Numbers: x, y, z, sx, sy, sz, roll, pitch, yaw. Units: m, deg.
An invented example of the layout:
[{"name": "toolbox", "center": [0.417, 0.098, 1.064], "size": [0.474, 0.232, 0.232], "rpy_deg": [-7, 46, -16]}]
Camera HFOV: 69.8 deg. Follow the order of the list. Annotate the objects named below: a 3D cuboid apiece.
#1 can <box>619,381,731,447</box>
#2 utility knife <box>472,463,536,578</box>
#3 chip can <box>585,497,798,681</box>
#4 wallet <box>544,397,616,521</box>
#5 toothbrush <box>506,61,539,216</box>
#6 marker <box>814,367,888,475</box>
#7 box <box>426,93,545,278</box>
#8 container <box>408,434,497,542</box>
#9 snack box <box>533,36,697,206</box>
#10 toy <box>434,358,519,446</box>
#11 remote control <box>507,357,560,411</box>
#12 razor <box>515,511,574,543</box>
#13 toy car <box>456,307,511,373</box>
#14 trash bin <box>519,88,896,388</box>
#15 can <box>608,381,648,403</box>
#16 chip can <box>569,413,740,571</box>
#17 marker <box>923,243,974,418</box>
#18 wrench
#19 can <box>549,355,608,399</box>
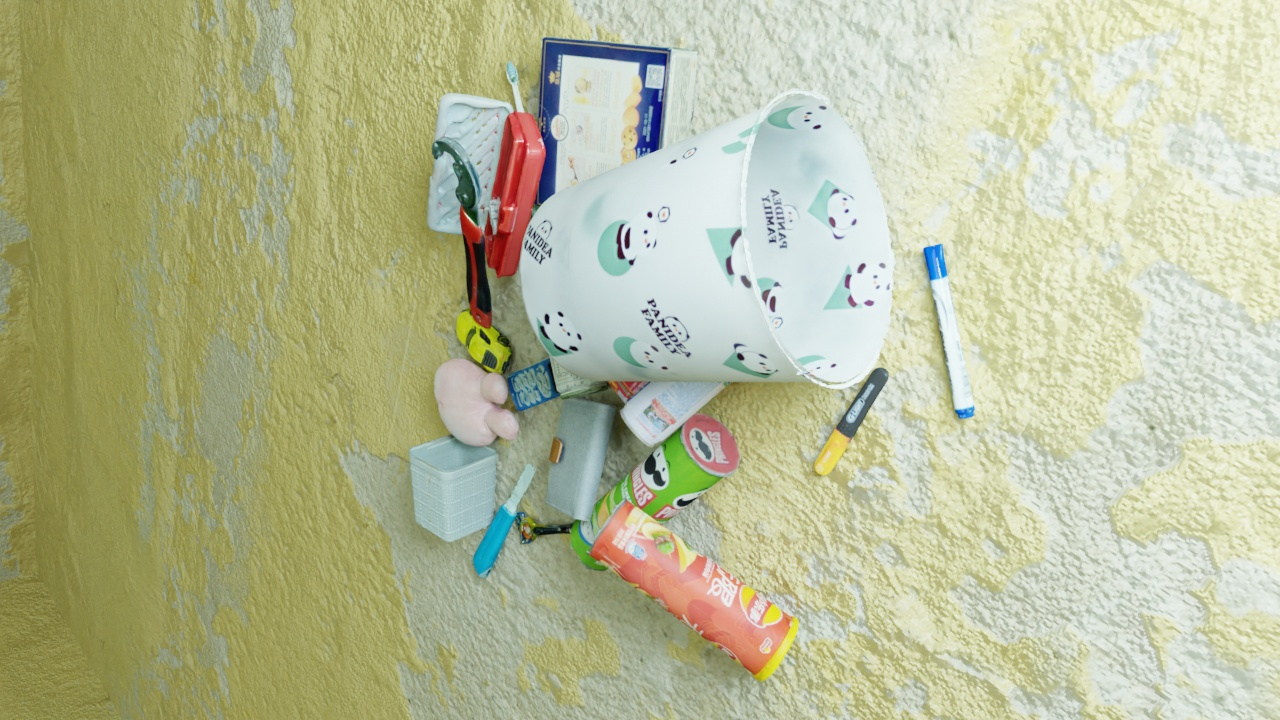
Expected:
[{"name": "can", "center": [0.045, 0.024, 0.897], "size": [0.135, 0.053, 0.053], "rpy_deg": [-41, 69, 9]}, {"name": "utility knife", "center": [-0.178, 0.209, 1.199], "size": [0.034, 0.018, 0.235], "rpy_deg": [53, 134, 27]}, {"name": "chip can", "center": [0.052, 0.227, 0.920], "size": [0.216, 0.073, 0.073], "rpy_deg": [35, 124, 7]}, {"name": "wallet", "center": [-0.076, 0.107, 1.042], "size": [0.107, 0.037, 0.129], "rpy_deg": [7, 85, 59]}, {"name": "toothbrush", "center": [-0.125, -0.230, 1.050], "size": [0.027, 0.026, 0.224], "rpy_deg": [-179, 76, -83]}, {"name": "marker", "center": [0.191, 0.057, 0.837], "size": [0.018, 0.015, 0.124], "rpy_deg": [39, 122, 24]}, {"name": "box", "center": [-0.181, -0.192, 1.031], "size": [0.202, 0.100, 0.110], "rpy_deg": [113, 146, -48]}, {"name": "container", "center": [-0.249, 0.170, 1.219], "size": [0.090, 0.090, 0.111], "rpy_deg": [21, 116, 38]}, {"name": "snack box", "center": [-0.031, -0.234, 0.950], "size": [0.183, 0.045, 0.178], "rpy_deg": [21, 115, 38]}, {"name": "toy", "center": [-0.208, 0.057, 1.173], "size": [0.160, 0.054, 0.121], "rpy_deg": [4, 114, 47]}, {"name": "remote control", "center": [-0.108, 0.023, 1.096], "size": [0.125, 0.024, 0.049], "rpy_deg": [-21, 86, 39]}, {"name": "razor", "center": [-0.113, 0.211, 1.148], "size": [0.143, 0.022, 0.042], "rpy_deg": [-10, 94, 43]}, {"name": "toy car", "center": [-0.205, -0.025, 1.169], "size": [0.105, 0.032, 0.048], "rpy_deg": [44, 126, 28]}, {"name": "trash bin", "center": [0.049, -0.080, 0.778], "size": [0.253, 0.229, 0.229], "rpy_deg": [-7, 95, 40]}, {"name": "can", "center": [-0.006, 0.006, 0.970], "size": [0.094, 0.066, 0.067], "rpy_deg": [52, 129, 21]}, {"name": "chip can", "center": [0.009, 0.147, 0.988], "size": [0.237, 0.072, 0.072], "rpy_deg": [-46, 69, 40]}, {"name": "marker", "center": [0.255, -0.024, 0.758], "size": [0.017, 0.016, 0.146], "rpy_deg": [-10, 93, 43]}, {"name": "wrench", "center": [-0.195, -0.135, 1.051], "size": [0.056, 0.016, 0.274], "rpy_deg": [27, 143, 23]}, {"name": "can", "center": [-0.079, -0.033, 1.026], "size": [0.058, 0.058, 0.146], "rpy_deg": [-17, 84, 43]}]
